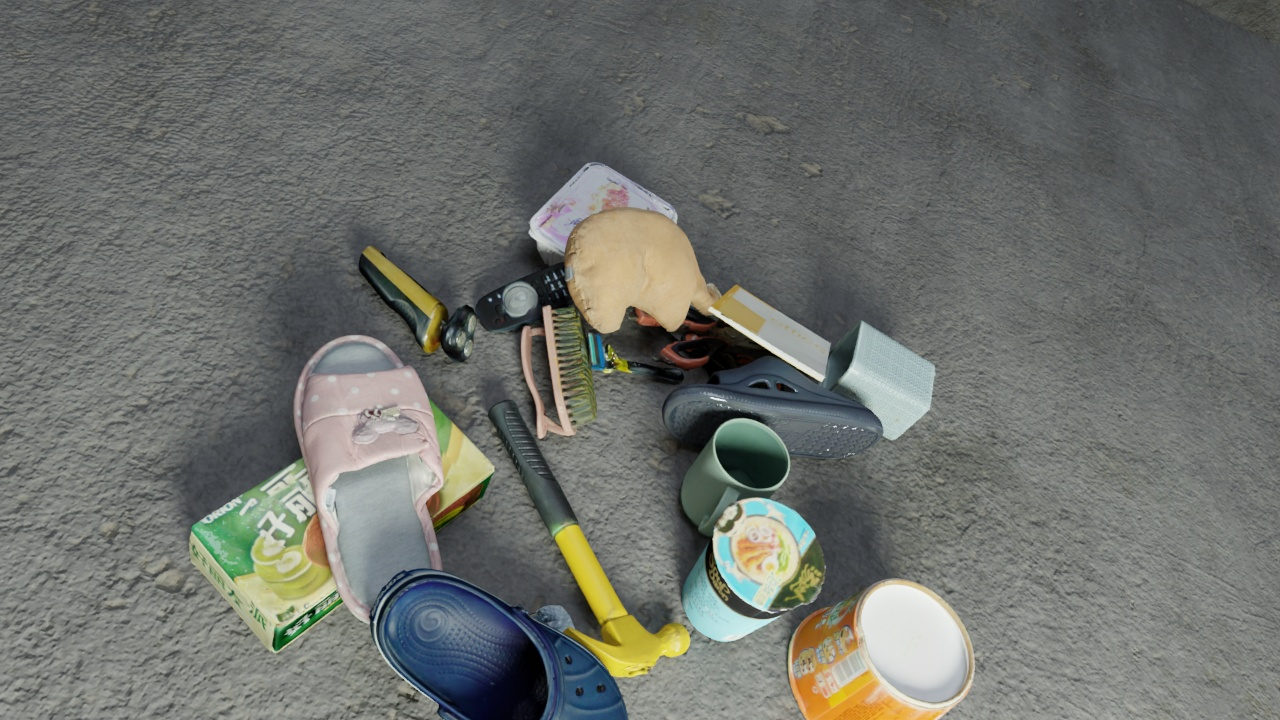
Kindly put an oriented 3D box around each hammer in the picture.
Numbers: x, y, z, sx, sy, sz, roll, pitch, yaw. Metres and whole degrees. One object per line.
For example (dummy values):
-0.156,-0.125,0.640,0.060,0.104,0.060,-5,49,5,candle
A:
-0.071,0.160,0.868,0.128,0.033,0.300,0,48,-46,hammer

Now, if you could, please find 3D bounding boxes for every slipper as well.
0.141,0.050,1.005,0.267,0.111,0.083,10,55,-24,slipper
-0.093,0.249,0.706,0.253,0.095,0.105,44,73,-17,slipper
-0.225,0.087,0.772,0.114,0.055,0.274,-3,57,-26,slipper

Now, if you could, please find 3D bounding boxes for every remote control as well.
-0.118,-0.070,1.028,0.136,0.024,0.053,-24,78,-9,remote control

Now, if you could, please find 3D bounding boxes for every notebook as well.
0.157,-0.037,1.073,0.146,0.010,0.206,33,17,6,notebook

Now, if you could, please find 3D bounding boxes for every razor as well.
-0.238,-0.065,0.975,0.167,0.062,0.067,41,81,18,razor
-0.006,0.006,1.013,0.142,0.022,0.042,15,56,-41,razor

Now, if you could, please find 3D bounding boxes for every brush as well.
-0.087,0.016,0.973,0.073,0.063,0.145,-13,57,4,brush

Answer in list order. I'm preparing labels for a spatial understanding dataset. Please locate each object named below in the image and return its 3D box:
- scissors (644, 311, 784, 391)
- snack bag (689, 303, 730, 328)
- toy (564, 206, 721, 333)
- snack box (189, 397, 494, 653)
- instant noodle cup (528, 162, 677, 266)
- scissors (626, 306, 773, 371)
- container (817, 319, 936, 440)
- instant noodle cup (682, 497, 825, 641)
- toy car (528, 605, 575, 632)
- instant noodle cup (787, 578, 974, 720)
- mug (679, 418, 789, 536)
0.063,-0.007,1.074,0.235,0.022,0.124,24,49,-4,scissors
0.072,-0.078,1.130,0.104,0.026,0.048,34,61,5,snack bag
0.015,-0.102,1.025,0.225,0.083,0.143,-2,90,-39,toy
-0.253,0.132,0.805,0.114,0.063,0.239,44,50,12,snack box
-0.048,-0.153,1.117,0.138,0.060,0.173,32,50,4,instant noodle cup
0.090,-0.024,1.076,0.197,0.015,0.213,34,38,10,scissors
0.282,0.028,1.096,0.111,0.090,0.089,28,48,-5,container
0.095,0.203,0.857,0.111,0.121,0.111,12,52,-15,instant noodle cup
-0.106,0.246,0.799,0.105,0.031,0.049,-11,58,-28,toy car
0.229,0.281,0.857,0.151,0.112,0.151,11,50,-14,instant noodle cup
0.086,0.130,0.917,0.082,0.107,0.111,29,46,1,mug
